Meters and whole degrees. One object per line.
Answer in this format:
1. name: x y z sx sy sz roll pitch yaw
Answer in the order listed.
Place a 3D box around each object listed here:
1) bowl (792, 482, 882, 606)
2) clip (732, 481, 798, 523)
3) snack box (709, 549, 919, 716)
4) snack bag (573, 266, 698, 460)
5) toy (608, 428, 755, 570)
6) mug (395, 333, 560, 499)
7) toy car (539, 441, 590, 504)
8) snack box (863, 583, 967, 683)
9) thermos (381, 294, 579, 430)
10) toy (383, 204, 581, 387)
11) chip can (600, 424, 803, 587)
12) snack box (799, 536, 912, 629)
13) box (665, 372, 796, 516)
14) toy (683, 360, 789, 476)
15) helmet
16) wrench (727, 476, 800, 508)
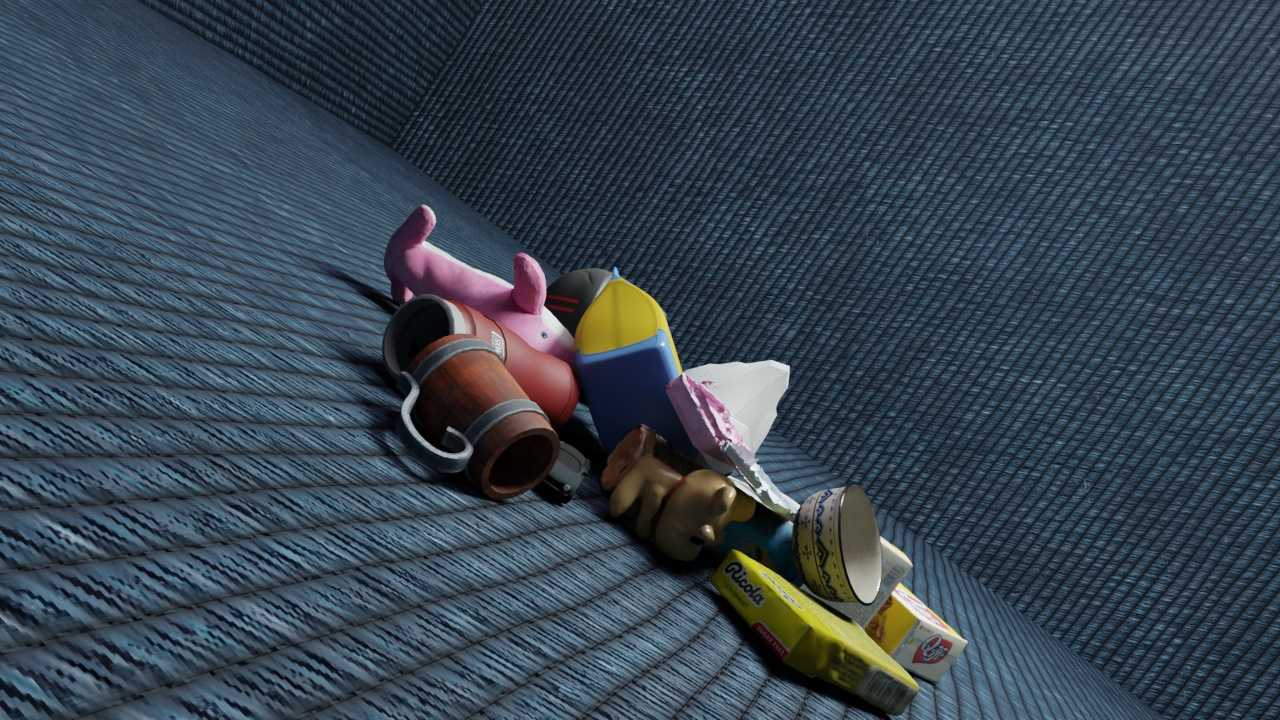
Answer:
1. bowl: 0.186 0.179 0.888 0.059 0.115 0.115 -11 -23 31
2. clip: 0.144 0.200 1.054 0.125 0.091 0.151 33 -2 -12
3. snack box: 0.154 0.243 0.805 0.181 0.045 0.121 35 1 -34
4. snack bag: -0.006 0.006 1.012 0.205 0.102 0.159 -95 169 -59
5. toy: 0.034 0.126 0.810 0.108 0.105 0.134 21 -5 19
6. mug: -0.130 0.042 0.672 0.117 0.082 0.111 2 33 -47
7. toy car: -0.067 0.092 0.795 0.046 0.034 0.112 35 5 2
8. snack box: 0.272 0.280 1.107 0.110 0.062 0.230 32 6 -34
9. thermos: -0.148 0.008 0.836 0.108 0.084 0.198 3 -14 29
10. toy: -0.178 -0.040 0.985 0.265 0.187 0.127 37 46 2
11. chip can: 0.071 0.152 0.921 0.229 0.080 0.080 34 6 -17
12. snack box: 0.230 0.235 1.007 0.083 0.106 0.061 36 4 4
13. box: 0.091 0.091 0.892 0.154 0.045 0.201 59 7 18
14. toy: 0.090 0.080 1.141 0.141 0.246 0.268 55 -16 -7
15. helmet: -0.066 -0.039 1.271 0.170 0.164 0.265 23 -10 3
16. wrench: 0.133 0.166 1.196 0.066 0.018 0.274 41 -11 -27
